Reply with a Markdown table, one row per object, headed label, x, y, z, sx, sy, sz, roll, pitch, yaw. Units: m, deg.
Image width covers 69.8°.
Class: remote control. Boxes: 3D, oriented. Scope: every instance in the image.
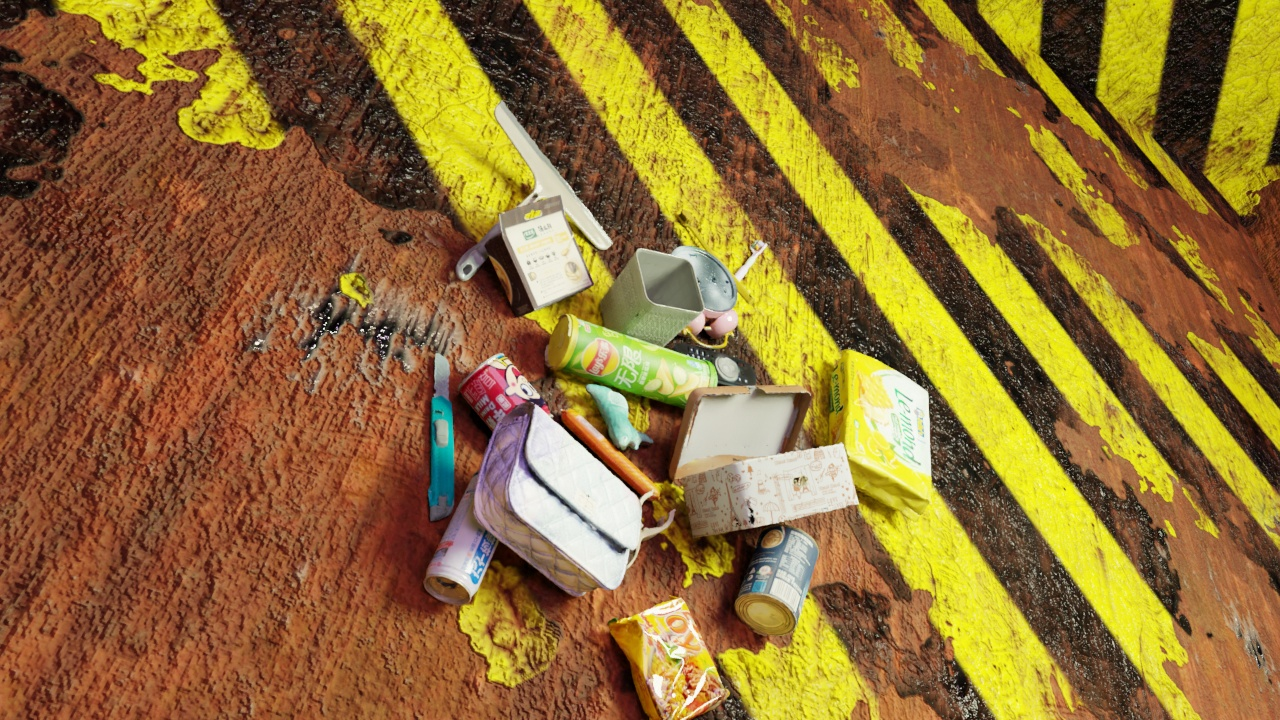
| label | x | y | z | sx | sy | sz | roll | pitch | yaw |
| --- | --- | --- | --- | --- | --- | --- | --- | --- | --- |
| remote control | 0.100 | 0.010 | 1.268 | 0.136 | 0.024 | 0.053 | 16 | 47 | -26 |

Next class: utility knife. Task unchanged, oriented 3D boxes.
| label | x | y | z | sx | sy | sz | roll | pitch | yaw |
| --- | --- | --- | --- | --- | --- | --- | --- | --- | --- |
| utility knife | -0.216 | 0.078 | 0.995 | 0.029 | 0.013 | 0.207 | 12 | 52 | -29 |

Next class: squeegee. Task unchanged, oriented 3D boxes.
| label | x | y | z | sx | sy | sz | roll | pitch | yaw |
| --- | --- | --- | --- | --- | --- | --- | --- | --- | --- |
| squeegee | -0.176 | -0.175 | 1.201 | 0.246 | 0.039 | 0.245 | 51 | 48 | -19 |

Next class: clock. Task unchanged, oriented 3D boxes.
| label | x | y | z | sx | sy | sz | roll | pitch | yaw |
| --- | --- | --- | --- | --- | --- | --- | --- | --- | --- |
| clock | 0.081 | -0.085 | 1.302 | 0.117 | 0.060 | 0.158 | 1 | 56 | -36 |

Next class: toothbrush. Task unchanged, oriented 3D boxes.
| label | x | y | z | sx | sy | sz | roll | pitch | yaw |
| --- | --- | --- | --- | --- | --- | --- | --- | --- | --- |
| toothbrush | 0.153 | -0.135 | 1.421 | 0.188 | 0.029 | 0.021 | -52 | 132 | -45 |
| toothbrush | 0.115 | -0.159 | 1.397 | 0.015 | 0.017 | 0.190 | -19 | 64 | -36 |

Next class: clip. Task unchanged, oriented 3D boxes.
| label | x | y | z | sx | sy | sz | roll | pitch | yaw |
| --- | --- | --- | --- | --- | --- | --- | --- | --- | --- |
| clip | -0.012 | 0.185 | 1.051 | 0.104 | 0.035 | 0.083 | -27 | 79 | -36 |

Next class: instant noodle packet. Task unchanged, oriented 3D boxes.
| label | x | y | z | sx | sy | sz | roll | pitch | yaw |
| --- | --- | --- | --- | --- | --- | --- | --- | --- | --- |
| instant noodle packet | 0.031 | 0.317 | 0.973 | 0.110 | 0.044 | 0.128 | -6 | 62 | -43 |

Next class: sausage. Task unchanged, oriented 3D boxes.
| label | x | y | z | sx | sy | sz | roll | pitch | yaw |
| --- | --- | --- | --- | --- | --- | --- | --- | --- | --- |
| sausage | -0.035 | 0.113 | 1.094 | 0.165 | 0.022 | 0.021 | 43 | 44 | 0 |

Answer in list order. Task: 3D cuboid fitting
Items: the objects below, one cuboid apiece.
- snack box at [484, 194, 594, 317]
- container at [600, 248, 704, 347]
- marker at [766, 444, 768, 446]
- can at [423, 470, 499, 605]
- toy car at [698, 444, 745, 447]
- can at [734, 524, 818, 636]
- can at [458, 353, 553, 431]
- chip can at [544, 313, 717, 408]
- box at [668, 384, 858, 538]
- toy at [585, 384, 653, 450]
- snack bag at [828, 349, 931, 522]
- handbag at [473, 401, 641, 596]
| label | x | y | z | sx | sy | sz | roll | pitch | yaw |
| --- | --- | --- | --- | --- | --- | --- | --- | --- | --- |
| snack box | -0.129 | -0.133 | 1.165 | 0.113 | 0.053 | 0.125 | -28 | 96 | -45 |
| container | 0.009 | -0.072 | 1.199 | 0.090 | 0.115 | 0.090 | 9 | 53 | -31 |
| marker | 0.172 | 0.128 | 1.240 | 0.018 | 0.015 | 0.123 | 15 | 53 | -25 |
| can | -0.169 | 0.176 | 0.926 | 0.053 | 0.053 | 0.134 | 32 | 45 | -12 |
| toy car | 0.112 | 0.104 | 1.199 | 0.122 | 0.037 | 0.056 | 24 | 52 | -36 |
| can | 0.162 | 0.260 | 1.087 | 0.075 | 0.076 | 0.110 | 38 | 44 | -6 |
| can | -0.150 | 0.047 | 1.029 | 0.094 | 0.067 | 0.066 | 49 | 44 | 5 |
| chip can | -0.007 | 0.007 | 1.159 | 0.221 | 0.073 | 0.072 | 18 | 49 | -24 |
| box | 0.142 | 0.111 | 1.121 | 0.182 | 0.153 | 0.178 | -5 | 79 | -32 |
| toy | -0.024 | 0.075 | 1.123 | 0.096 | 0.030 | 0.091 | 23 | 37 | -45 |
| snack bag | 0.345 | 0.102 | 1.344 | 0.158 | 0.068 | 0.245 | 29 | 46 | -14 |
| handbag | -0.079 | 0.149 | 0.951 | 0.194 | 0.076 | 0.133 | 47 | 37 | -34 |
